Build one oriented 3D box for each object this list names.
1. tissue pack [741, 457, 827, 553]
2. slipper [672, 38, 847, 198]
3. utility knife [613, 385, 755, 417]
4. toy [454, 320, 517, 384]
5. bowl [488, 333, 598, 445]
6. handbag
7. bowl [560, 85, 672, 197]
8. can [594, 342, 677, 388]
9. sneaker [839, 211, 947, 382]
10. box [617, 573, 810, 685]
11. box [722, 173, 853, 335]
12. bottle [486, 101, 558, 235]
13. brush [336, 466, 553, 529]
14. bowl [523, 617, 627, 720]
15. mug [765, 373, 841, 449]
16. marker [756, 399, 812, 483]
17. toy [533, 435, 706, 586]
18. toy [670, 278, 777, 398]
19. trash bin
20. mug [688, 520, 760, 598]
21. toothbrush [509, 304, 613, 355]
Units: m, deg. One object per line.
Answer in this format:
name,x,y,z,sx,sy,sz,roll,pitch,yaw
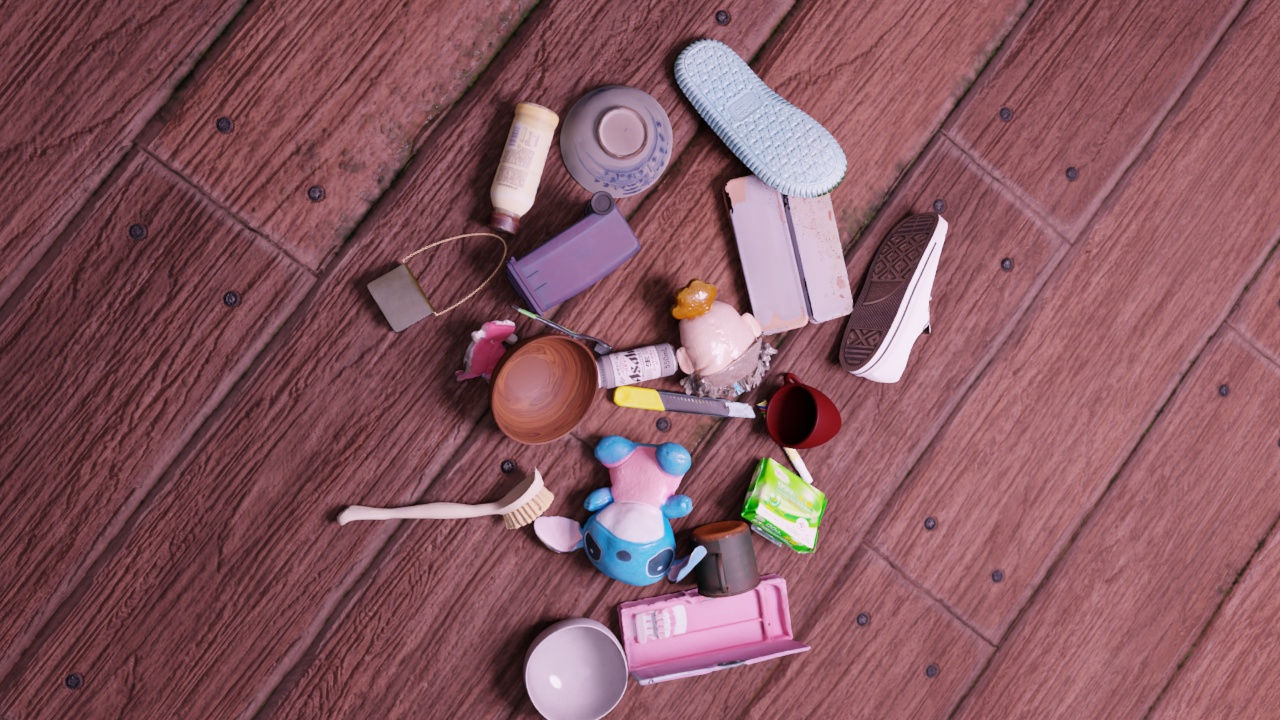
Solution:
tissue pack,0.192,0.195,1.228,0.114,0.034,0.099,34,50,-12
slipper,0.149,-0.310,1.207,0.115,0.069,0.276,-40,81,-14
utility knife,0.061,0.058,1.229,0.197,0.020,0.029,8,92,-9
toy,-0.194,-0.015,1.168,0.065,0.050,0.103,10,120,-30
bowl,-0.133,0.026,1.160,0.147,0.069,0.147,-15,119,-28
handbag,-0.252,-0.108,1.170,0.178,0.027,0.084,-32,97,-13
bowl,-0.026,-0.288,1.183,0.150,0.057,0.150,0,92,-11
can,-0.007,0.007,1.203,0.106,0.044,0.044,-12,94,-10
sneaker,0.366,-0.079,1.252,0.097,0.091,0.245,26,83,-29
box,0.096,0.355,1.197,0.232,0.115,0.099,-7,92,-10
box,0.202,-0.152,1.239,0.157,0.063,0.216,-15,94,-20
bottle,-0.153,-0.241,1.163,0.056,0.056,0.162,17,89,-10
brush,-0.246,0.187,1.166,0.272,0.062,0.077,-6,89,-6
bowl,-0.086,0.398,1.191,0.131,0.064,0.132,0,92,-10
mug,0.225,0.067,1.236,0.088,0.087,0.114,13,50,-42
marker,0.199,0.112,1.258,0.014,0.014,0.132,-33,97,-8
toy,-0.019,0.192,1.185,0.224,0.099,0.191,8,88,17
toy,0.094,-0.027,1.197,0.132,0.076,0.176,-32,110,-16
trash bin,-0.090,-0.132,1.160,0.160,0.094,0.092,-33,97,-5
mug,0.108,0.261,1.199,0.085,0.111,0.081,-11,92,10
toothbrush,-0.097,-0.037,1.148,0.188,0.014,0.017,23,102,-48
